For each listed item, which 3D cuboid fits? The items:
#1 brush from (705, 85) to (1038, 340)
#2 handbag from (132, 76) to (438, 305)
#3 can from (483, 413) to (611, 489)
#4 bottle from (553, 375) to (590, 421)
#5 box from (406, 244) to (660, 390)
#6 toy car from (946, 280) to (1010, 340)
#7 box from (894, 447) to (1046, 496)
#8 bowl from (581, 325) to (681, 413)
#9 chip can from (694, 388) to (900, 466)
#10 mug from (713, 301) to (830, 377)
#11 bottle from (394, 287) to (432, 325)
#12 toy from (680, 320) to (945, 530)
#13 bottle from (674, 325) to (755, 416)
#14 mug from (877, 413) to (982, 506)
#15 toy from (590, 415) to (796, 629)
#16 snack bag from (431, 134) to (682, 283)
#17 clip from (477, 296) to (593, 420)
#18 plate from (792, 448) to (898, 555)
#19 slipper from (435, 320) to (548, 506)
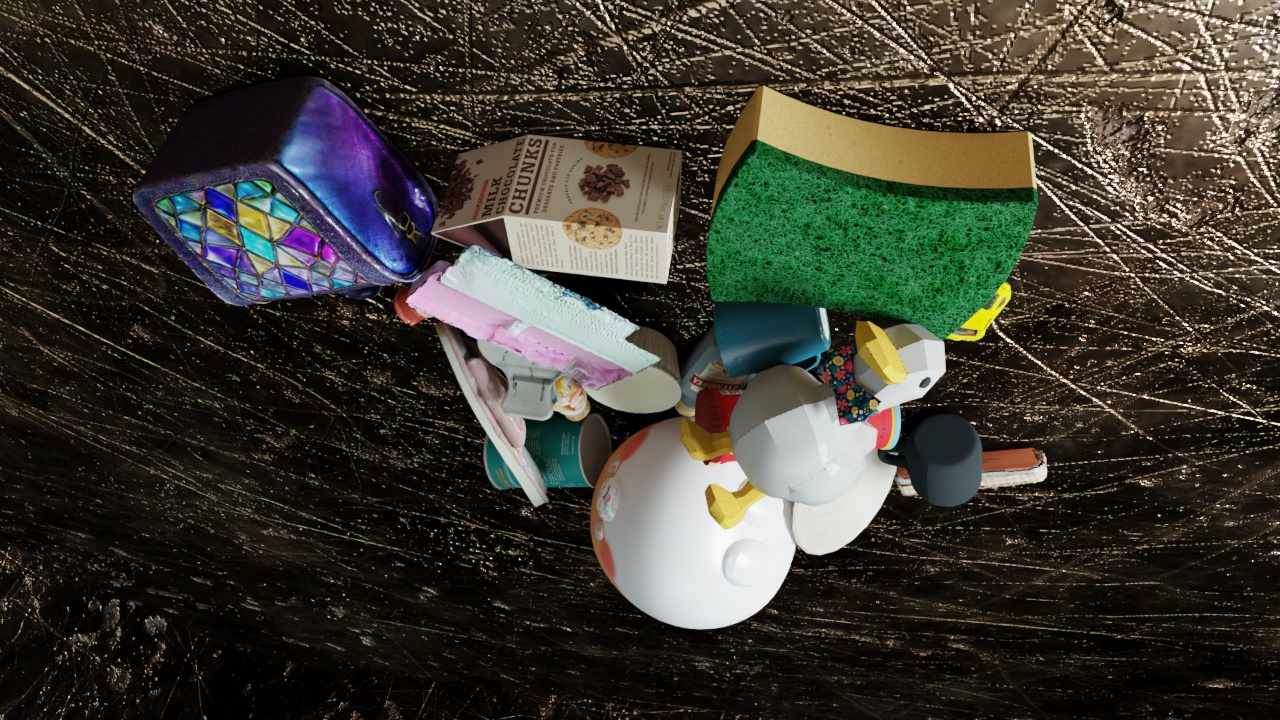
[{"bbox_3d":[0.186,-0.117,0.784,0.250,0.075,0.195,10,149,1],"label":"brush"},{"bbox_3d":[-0.316,-0.134,0.858,0.205,0.125,0.222,-5,143,23],"label":"handbag"},{"bbox_3d":[-0.125,0.124,1.245,0.144,0.099,0.099,-4,146,22],"label":"can"},{"bbox_3d":[-0.096,0.033,1.125,0.063,0.063,0.108,-3,147,21],"label":"bottle"},{"bbox_3d":[-0.095,-0.039,0.888,0.230,0.035,0.159,25,155,-26],"label":"box"},{"bbox_3d":[0.325,-0.048,0.901,0.049,0.030,0.107,8,150,2],"label":"toy car"},{"bbox_3d":[0.419,0.144,1.169,0.187,0.053,0.058,-10,-176,30],"label":"box"},{"bbox_3d":[-0.006,0.006,1.054,0.115,0.062,0.115,7,149,4],"label":"bowl"},{"bbox_3d":[0.173,0.068,1.028,0.213,0.087,0.087,-4,150,-9],"label":"chip can"},{"bbox_3d":[0.141,-0.023,0.941,0.104,0.084,0.112,-12,137,19],"label":"mug"},{"bbox_3d":[-0.222,-0.072,1.012,0.109,0.044,0.044,-15,141,34],"label":"bottle"},{"bbox_3d":[0.175,0.058,0.886,0.268,0.140,0.246,-30,153,18],"label":"toy"},{"bbox_3d":[0.082,0.018,1.063,0.072,0.046,0.162,18,148,-12],"label":"bottle"},{"bbox_3d":[0.349,0.116,1.109,0.122,0.085,0.094,4,148,22],"label":"mug"},{"bbox_3d":[0.056,0.198,1.165,0.265,0.262,0.281,20,169,-37],"label":"toy"},{"bbox_3d":[-0.072,-0.137,0.810,0.206,0.094,0.070,7,149,5],"label":"snack bag"},{"bbox_3d":[-0.120,-0.006,1.022,0.125,0.081,0.148,9,106,7],"label":"clip"},{"bbox_3d":[0.249,0.153,1.141,0.027,0.188,0.188,32,170,45],"label":"plate"},{"bbox_3d":[-0.170,0.062,1.121,0.054,0.114,0.274,-28,117,-7],"label":"slipper"}]
